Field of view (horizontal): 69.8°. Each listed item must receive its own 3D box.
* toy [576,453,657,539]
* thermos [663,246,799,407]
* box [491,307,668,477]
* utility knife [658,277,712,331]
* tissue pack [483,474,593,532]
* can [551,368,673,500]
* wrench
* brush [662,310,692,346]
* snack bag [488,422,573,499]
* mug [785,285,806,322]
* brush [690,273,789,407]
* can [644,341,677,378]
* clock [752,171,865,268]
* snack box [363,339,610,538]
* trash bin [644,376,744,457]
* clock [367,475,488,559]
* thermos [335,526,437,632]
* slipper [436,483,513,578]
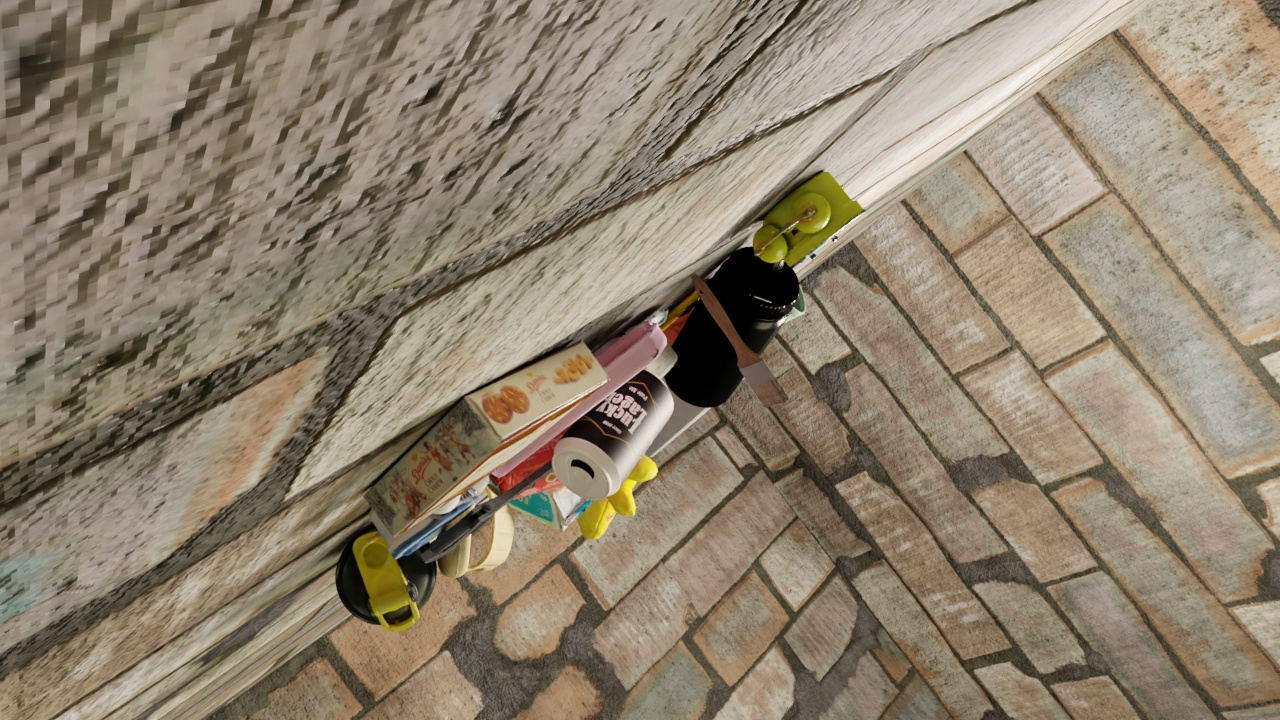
[{"bbox_3d":[-0.049,0.169,1.323,0.194,0.087,0.134,126,-28,-45],"label":"toy"},{"bbox_3d":[0.096,-0.039,0.955,0.085,0.086,0.199,-34,163,-37],"label":"thermos"},{"bbox_3d":[-0.057,0.025,0.868,0.201,0.037,0.152,-37,-176,15],"label":"box"},{"bbox_3d":[0.033,-0.046,1.016,0.160,0.017,0.030,-36,167,37],"label":"utility knife"},{"bbox_3d":[-0.111,0.138,1.062,0.092,0.144,0.062,-35,137,-46],"label":"tissue pack"},{"bbox_3d":[-0.025,0.067,0.873,0.072,0.072,0.128,-41,-172,48],"label":"can"},{"bbox_3d":[-0.100,0.111,0.880,0.272,0.018,0.073,-34,172,-37],"label":"wrench"},{"bbox_3d":[0.044,-0.039,1.058,0.173,0.041,0.030,-43,-169,37],"label":"brush"},{"bbox_3d":[-0.079,0.094,0.987,0.176,0.082,0.082,-16,172,-12],"label":"snack bag"},{"bbox_3d":[0.130,-0.079,1.089,0.104,0.084,0.111,-28,-150,28],"label":"mug"},{"bbox_3d":[0.088,-0.019,0.850,0.008,0.143,0.045,-34,-176,-21],"label":"brush"},{"bbox_3d":[-0.006,0.006,0.968,0.086,0.043,0.086,-38,-171,7],"label":"can"},{"bbox_3d":[0.147,-0.121,0.814,0.083,0.057,0.118,-39,176,41],"label":"clock"},{"bbox_3d":[-0.113,0.056,0.685,0.147,0.041,0.142,-39,176,34],"label":"snack box"},{"bbox_3d":[0.058,0.028,1.314,0.115,0.114,0.228,-44,174,27],"label":"trash bin"},{"bbox_3d":[-0.179,0.121,0.796,0.126,0.052,0.088,-39,176,21],"label":"clock"},{"bbox_3d":[-0.257,0.217,0.958,0.098,0.098,0.221,-36,180,-13],"label":"thermos"},{"bbox_3d":[-0.179,0.176,1.002,0.079,0.111,0.262,6,170,-14],"label":"slipper"}]
